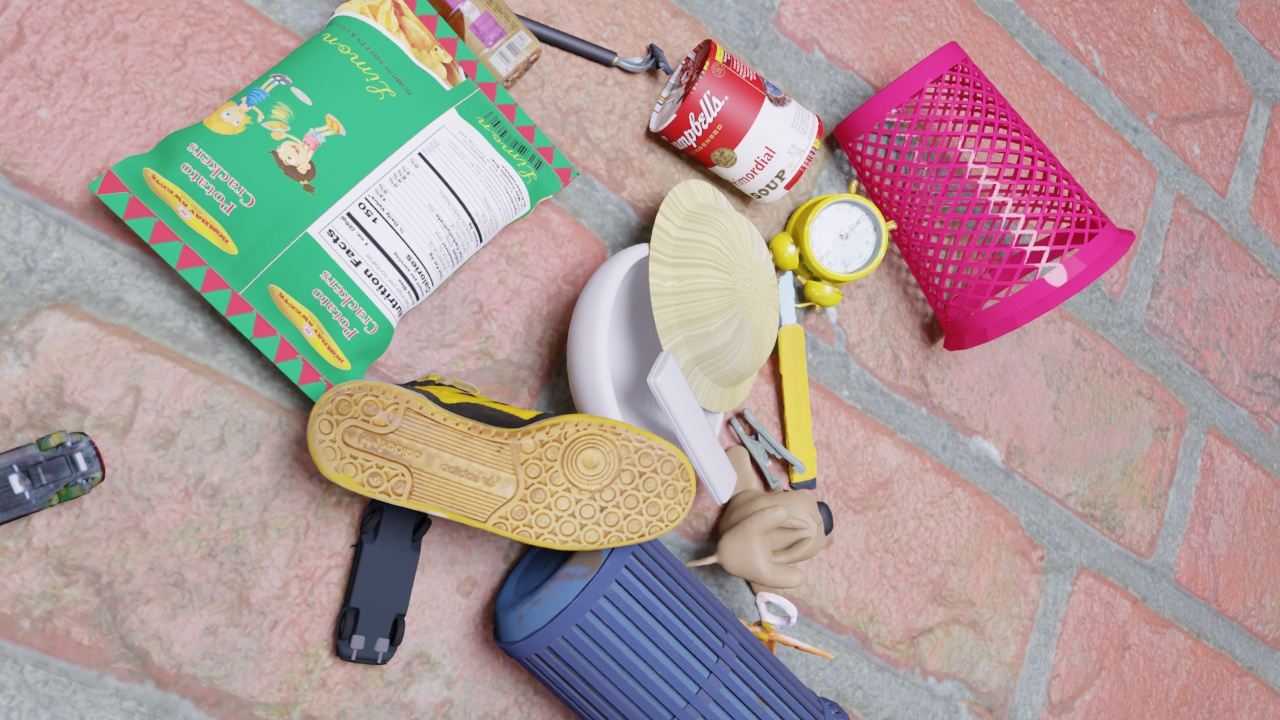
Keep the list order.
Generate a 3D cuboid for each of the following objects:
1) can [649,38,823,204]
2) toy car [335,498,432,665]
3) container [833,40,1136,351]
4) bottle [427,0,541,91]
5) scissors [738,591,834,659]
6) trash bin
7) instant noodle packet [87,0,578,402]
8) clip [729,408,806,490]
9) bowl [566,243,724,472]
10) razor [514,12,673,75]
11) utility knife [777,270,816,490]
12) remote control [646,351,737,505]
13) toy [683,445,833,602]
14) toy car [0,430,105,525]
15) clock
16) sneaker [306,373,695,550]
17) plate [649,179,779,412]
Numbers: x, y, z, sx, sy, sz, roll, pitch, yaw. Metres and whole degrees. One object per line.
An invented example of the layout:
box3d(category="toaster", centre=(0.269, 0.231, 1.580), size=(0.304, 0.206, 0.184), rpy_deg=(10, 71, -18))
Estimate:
box3d(category="can", centre=(0.080, -0.196, 0.761), size=(0.116, 0.087, 0.086), rpy_deg=(29, 72, -20))
box3d(category="toy car", centre=(-0.175, 0.148, 0.621), size=(0.046, 0.034, 0.112), rpy_deg=(15, 78, -23))
box3d(category="container", centre=(0.290, -0.153, 0.821), size=(0.182, 0.184, 0.226), rpy_deg=(-37, 92, -25))
box3d(category="bottle", centre=(-0.148, -0.272, 0.674), size=(0.166, 0.060, 0.059), rpy_deg=(46, 67, -14))
box3d(category="scissors", centre=(0.097, 0.208, 0.715), size=(0.125, 0.128, 0.011), rpy_deg=(21, 54, -4))
box3d(category="trash bin", centre=(0.019, 0.222, 0.652), size=(0.249, 0.139, 0.139), rpy_deg=(46, 66, -12))
box3d(category="instant noodle packet", centre=(-0.189, -0.122, 0.617), size=(0.195, 0.090, 0.252), rpy_deg=(47, 68, -14))
box3d(category="clip", centre=(0.111, 0.070, 0.771), size=(0.050, 0.023, 0.078), rpy_deg=(-24, 101, 1))
box3d(category="bowl", centre=(-0.004, 0.004, 0.689), size=(0.176, 0.066, 0.176), rpy_deg=(15, 72, -55))
box3d(category="razor", centre=(-0.044, -0.256, 0.747), size=(0.144, 0.022, 0.042), rpy_deg=(9, 37, -21))
box3d(category="utility knife", centre=(0.134, 0.019, 0.787), size=(0.030, 0.018, 0.191), rpy_deg=(-11, 101, -33))
box3d(category="remote control", centre=(0.040, 0.051, 0.673), size=(0.131, 0.012, 0.033), rpy_deg=(61, 40, -31))
box3d(category="toy", centre=(0.094, 0.135, 0.710), size=(0.106, 0.108, 0.134), rpy_deg=(-14, 90, 18))
box3d(category="toy car", centre=(-0.365, 0.072, 0.536), size=(0.091, 0.036, 0.042), rpy_deg=(-23, 94, -28))
box3d(category="clock", centre=(0.162, -0.096, 0.801), size=(0.118, 0.057, 0.083), rpy_deg=(-45, 97, -2))
box3d(category="sneaker", centre=(-0.087, 0.065, 0.611), size=(0.238, 0.122, 0.086), rpy_deg=(13, 88, -3))
box3d(category="plate", centre=(0.072, -0.053, 0.718), size=(0.184, 0.036, 0.184), rpy_deg=(15, 72, -55))
